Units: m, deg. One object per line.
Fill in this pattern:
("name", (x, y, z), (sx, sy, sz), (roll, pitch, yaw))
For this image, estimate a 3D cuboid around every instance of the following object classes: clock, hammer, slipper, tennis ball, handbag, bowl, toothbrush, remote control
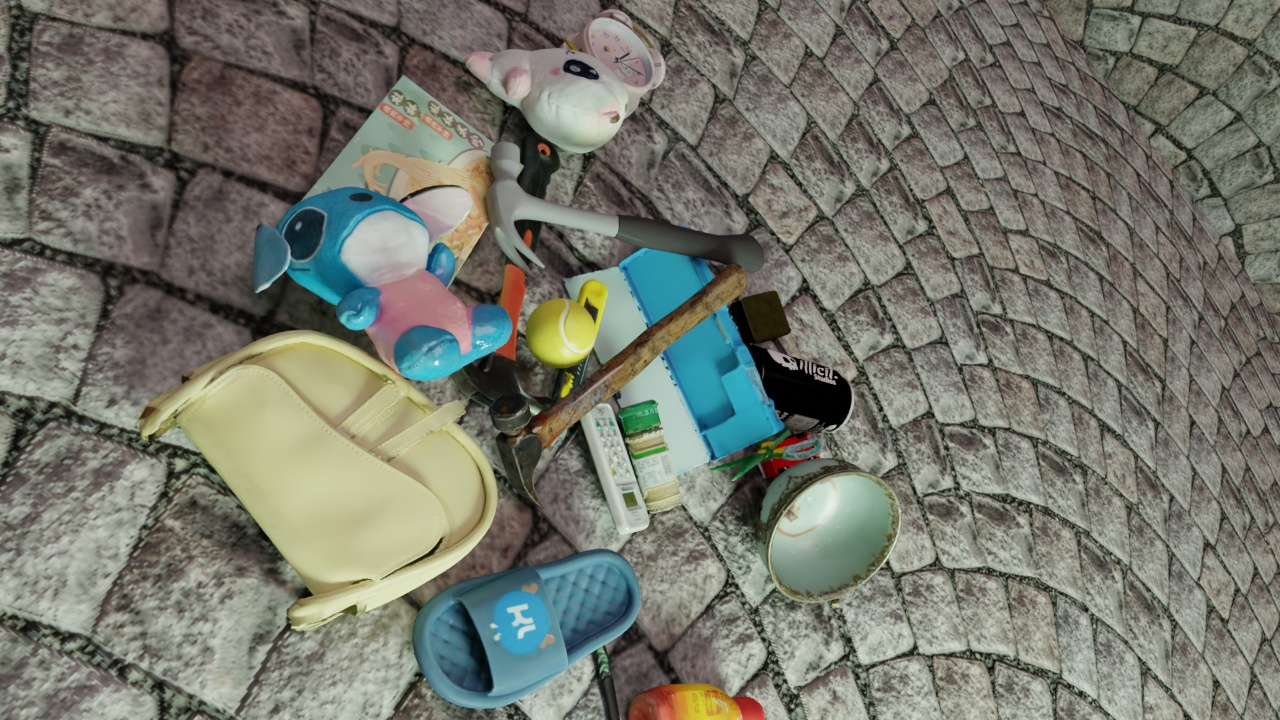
("clock", (-0.030, -0.364, 1.117), (0.117, 0.059, 0.157), (48, 45, -10))
("hammer", (-0.005, 0.005, 0.874), (0.329, 0.033, 0.120), (-38, 137, -33))
("slipper", (-0.083, 0.217, 0.758), (0.213, 0.059, 0.103), (-11, 78, -37))
("tennis ball", (-0.074, -0.025, 0.852), (0.065, 0.065, 0.065), (19, 56, -32))
("handbag", (-0.229, 0.079, 0.695), (0.233, 0.089, 0.190), (53, 48, -6))
("hammer", (-0.123, -0.100, 0.921), (0.133, 0.033, 0.332), (26, 52, -27))
("bowl", (0.186, 0.167, 0.984), (0.159, 0.160, 0.094), (26, 12, -28))
("hammer", (-0.005, -0.127, 0.921), (0.310, 0.030, 0.124), (8, 67, -28))
("toothbrush", (-0.030, 0.277, 0.810), (0.014, 0.017, 0.188), (-4, 72, -32))
("remote control", (-0.029, 0.104, 0.894), (0.050, 0.022, 0.133), (5, 63, -62))
("handbag", (0.167, 0.005, 1.123), (0.083, 0.028, 0.178), (-15, 84, -42))

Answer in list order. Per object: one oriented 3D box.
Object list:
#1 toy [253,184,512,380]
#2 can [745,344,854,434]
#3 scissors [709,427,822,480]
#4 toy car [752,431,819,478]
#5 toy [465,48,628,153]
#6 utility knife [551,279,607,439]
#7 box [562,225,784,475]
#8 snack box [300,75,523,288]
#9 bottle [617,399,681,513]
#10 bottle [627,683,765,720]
("toy", (-0.191, -0.066, 0.732), (0.191, 0.099, 0.223), (44, 32, 8))
("can", (0.166, 0.035, 1.051), (0.146, 0.080, 0.080), (15, 59, -27))
("scissors", (0.139, 0.104, 0.990), (0.130, 0.113, 0.012), (-32, 114, -45))
("toy car", (0.171, 0.109, 1.065), (0.089, 0.025, 0.038), (-10, 72, -45))
("toy", (-0.102, -0.294, 0.996), (0.179, 0.102, 0.138), (21, 27, -10))
("utility knife", (-0.064, -0.003, 0.914), (0.028, 0.020, 0.173), (17, 67, -11))
("box", (0.034, -0.008, 0.965), (0.113, 0.114, 0.243), (-14, 77, -57))
("snack box", (-0.211, -0.154, 0.850), (0.141, 0.044, 0.193), (35, 54, -16))
("bottle", (0.011, 0.096, 0.916), (0.042, 0.043, 0.110), (-12, 84, -44))
("bottle", (0.054, 0.330, 0.830), (0.134, 0.049, 0.071), (14, 60, -35))
